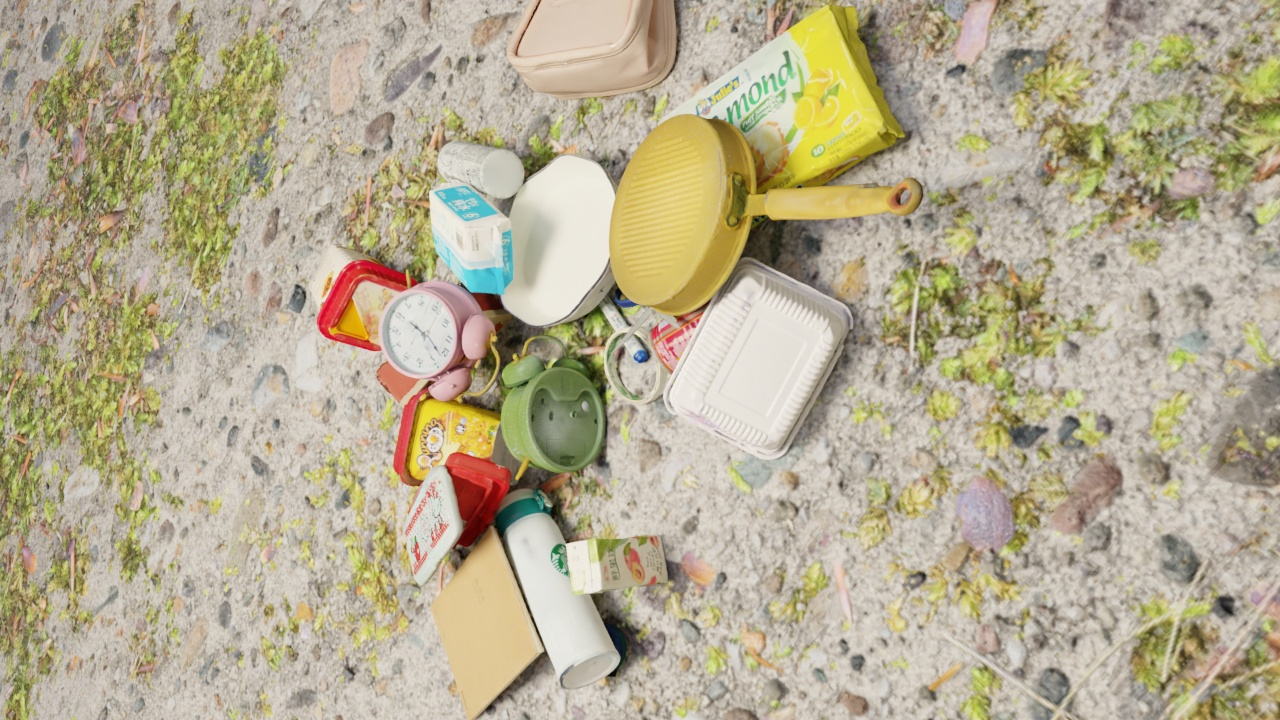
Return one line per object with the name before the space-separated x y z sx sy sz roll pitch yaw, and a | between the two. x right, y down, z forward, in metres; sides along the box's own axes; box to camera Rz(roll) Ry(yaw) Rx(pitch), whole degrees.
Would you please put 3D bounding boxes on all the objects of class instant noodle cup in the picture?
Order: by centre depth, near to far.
instant noodle cup | 0.115 0.003 0.880 0.138 0.060 0.173 27 100 -2
instant noodle cup | -0.209 0.100 1.088 0.124 0.116 0.116 9 87 22
instant noodle cup | -0.377 -0.090 1.229 0.124 0.116 0.117 41 105 43

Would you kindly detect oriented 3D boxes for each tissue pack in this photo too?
tissue pack | -0.196 -0.145 1.076 0.140 0.063 0.090 43 142 43

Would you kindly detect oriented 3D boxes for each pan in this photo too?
pan | 0.094 -0.139 0.845 0.358 0.078 0.197 3 84 57

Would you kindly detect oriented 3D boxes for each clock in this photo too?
clock | -0.099 0.051 1.018 0.056 0.116 0.161 -10 79 42
clock | -0.226 -0.021 1.044 0.158 0.059 0.117 36 105 9

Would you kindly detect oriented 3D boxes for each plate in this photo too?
plate | -0.089 -0.135 1.063 0.205 0.045 0.204 -13 70 41

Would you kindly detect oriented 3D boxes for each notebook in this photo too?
notebook | -0.181 0.303 1.044 0.212 0.012 0.149 -52 55 41

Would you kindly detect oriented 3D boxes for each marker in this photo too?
marker | -0.033 -0.055 1.049 0.017 0.016 0.145 -44 62 19

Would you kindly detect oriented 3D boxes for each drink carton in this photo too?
drink carton | -0.025 0.208 0.937 0.046 0.122 0.053 -17 73 31

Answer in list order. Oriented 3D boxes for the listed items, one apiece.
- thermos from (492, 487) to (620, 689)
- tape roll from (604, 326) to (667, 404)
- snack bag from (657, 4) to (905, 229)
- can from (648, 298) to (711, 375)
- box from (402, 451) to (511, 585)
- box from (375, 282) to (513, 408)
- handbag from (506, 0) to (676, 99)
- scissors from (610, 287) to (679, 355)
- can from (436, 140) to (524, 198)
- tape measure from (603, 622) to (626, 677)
thermos | -0.096 0.238 0.997 0.073 0.073 0.224 -46 52 18
tape roll | -0.006 0.006 1.004 0.086 0.013 0.086 14 110 42
snack bag | 0.136 -0.229 0.936 0.247 0.068 0.158 -29 67 27
can | 0.062 -0.030 0.952 0.094 0.066 0.066 -32 66 24
box | -0.218 0.187 1.023 0.202 0.095 0.098 127 159 -52
box | -0.247 -0.025 1.132 0.169 0.091 0.077 -45 81 19
handbag | -0.045 -0.433 1.090 0.194 0.093 0.234 3 76 34
scissors | 0.021 -0.068 0.974 0.162 0.012 0.174 -38 27 -3
can | -0.201 -0.239 1.139 0.147 0.058 0.058 26 97 52
tape measure | -0.041 0.311 0.987 0.055 0.025 0.058 -15 64 28
